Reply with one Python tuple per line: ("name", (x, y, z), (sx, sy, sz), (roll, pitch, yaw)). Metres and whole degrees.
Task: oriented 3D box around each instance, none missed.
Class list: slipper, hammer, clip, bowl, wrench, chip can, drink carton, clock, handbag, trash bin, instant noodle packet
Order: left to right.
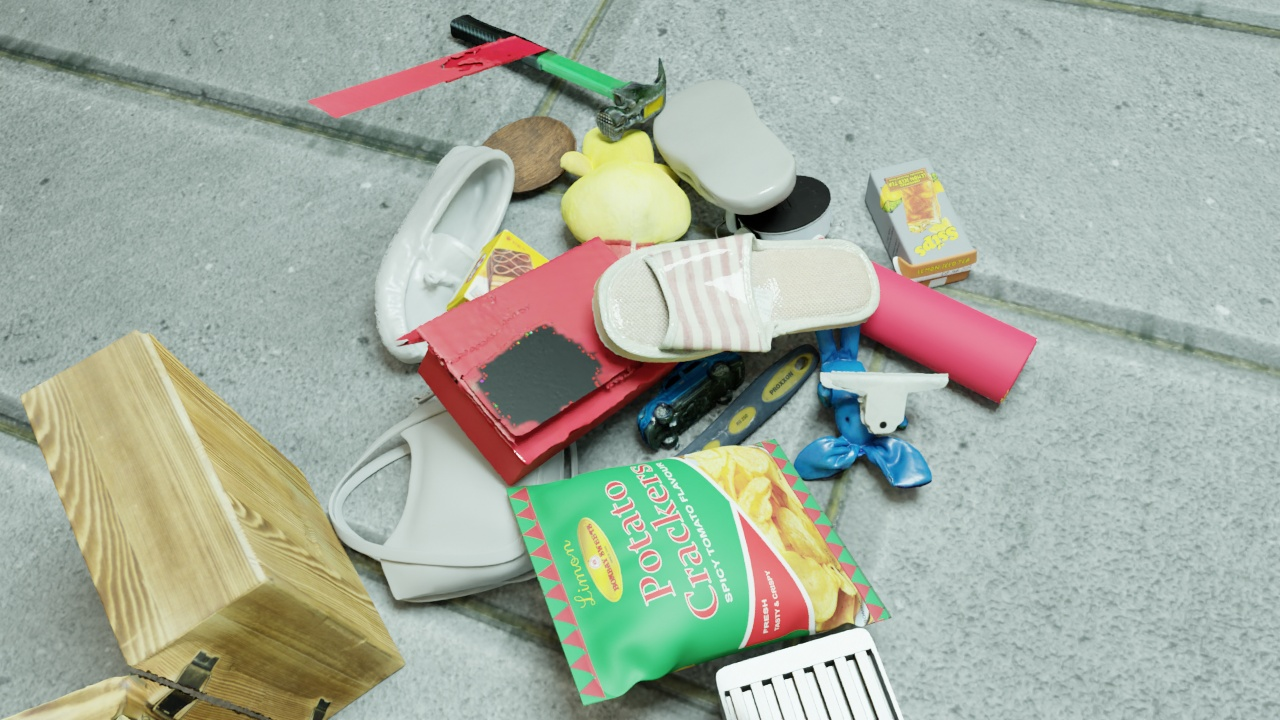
("handbag", (-0.178, 0.111, 0.835), (0.223, 0.095, 0.215), (-8, 59, 16))
("slipper", (-0.192, -0.110, 0.928), (0.075, 0.112, 0.246), (-4, 60, 47))
("bowl", (-0.125, -0.223, 1.023), (0.114, 0.026, 0.102), (-31, 62, -10))
("hammer", (-0.104, -0.345, 1.062), (0.319, 0.032, 0.130), (30, 53, 28))
("instant noodle packet", (0.042, 0.151, 0.725), (0.252, 0.090, 0.195), (-8, 44, -22))
("wrench", (0.067, 0.074, 0.834), (0.272, 0.022, 0.073), (-41, 93, -18))
("slipper", (0.093, -0.205, 0.951), (0.113, 0.081, 0.265), (-29, 38, 2))
("slipper", (0.090, -0.057, 0.772), (0.262, 0.052, 0.115), (-8, 74, -19))
("clock", (0.136, -0.143, 0.932), (0.123, 0.035, 0.094), (-18, 42, 4))
("trash bin", (0.140, 0.326, 0.644), (0.114, 0.115, 0.228), (-16, 61, -3))
("clip", (0.206, 0.029, 0.780), (0.102, 0.058, 0.052), (2, 46, -4))
("chip can", (0.250, -0.040, 0.859), (0.221, 0.069, 0.069), (29, 68, 20))
("drink carton", (0.277, -0.135, 0.918), (0.076, 0.048, 0.124), (-14, 61, -1))

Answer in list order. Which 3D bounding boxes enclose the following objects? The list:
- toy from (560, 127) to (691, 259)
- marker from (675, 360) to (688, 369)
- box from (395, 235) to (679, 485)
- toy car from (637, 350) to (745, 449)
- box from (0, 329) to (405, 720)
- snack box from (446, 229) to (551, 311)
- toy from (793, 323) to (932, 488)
("toy", (-0.017, -0.179, 0.955), (0.134, 0.092, 0.207), (-2, 40, -7))
("marker", (-0.005, 0.005, 0.887), (0.133, 0.023, 0.027), (-13, 45, -1))
("box", (-0.093, 0.008, 0.826), (0.165, 0.154, 0.213), (48, 51, 11))
("toy car", (0.045, 0.033, 0.852), (0.120, 0.056, 0.043), (-38, 58, -17))
("box", (-0.386, 0.224, 0.668), (0.334, 0.280, 0.286), (-34, 63, -14))
("snack box", (-0.117, -0.058, 0.885), (0.105, 0.061, 0.083), (35, 65, -19))
("toy", (0.184, 0.038, 0.825), (0.113, 0.071, 0.176), (-11, 71, 3))
